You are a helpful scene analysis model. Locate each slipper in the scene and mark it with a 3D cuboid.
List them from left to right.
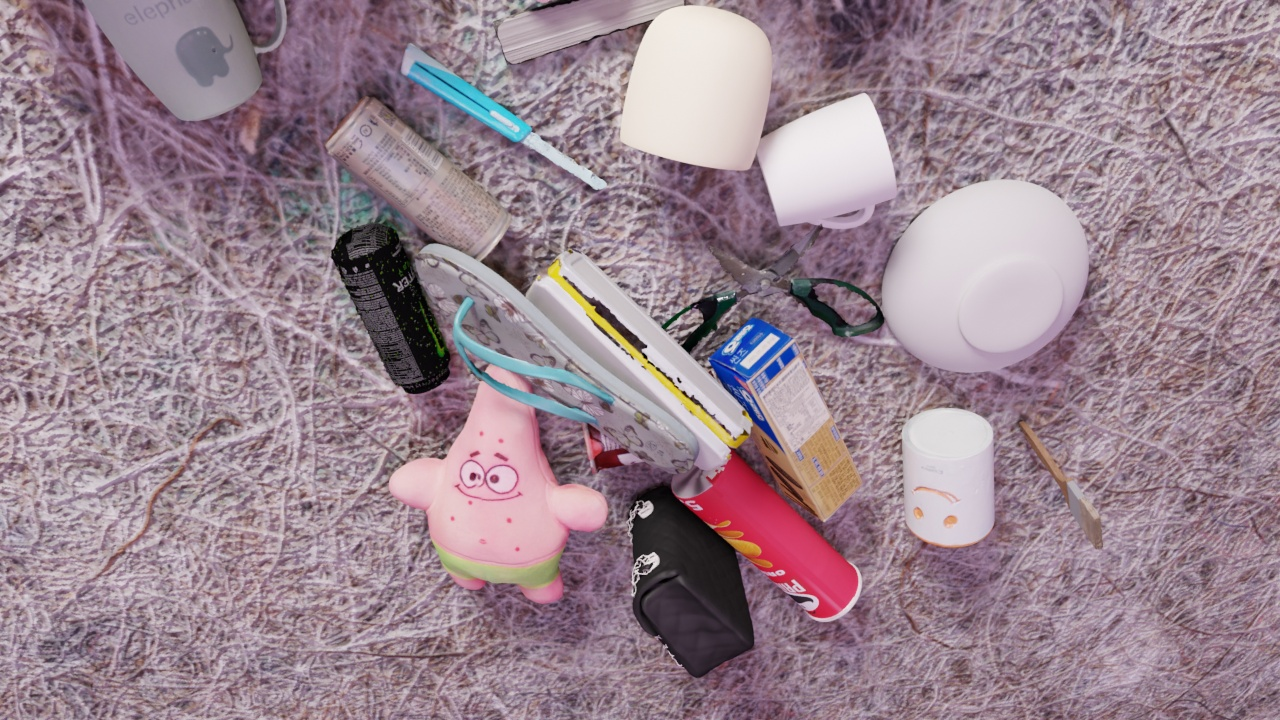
[{"bbox_3d":[-0.076,0.016,0.716,0.269,0.054,0.098,38,152,-8],"label":"slipper"}]

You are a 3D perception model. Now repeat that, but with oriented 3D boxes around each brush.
[{"bbox_3d":[0.378,0.104,0.833,0.008,0.143,0.045,-22,129,7],"label":"brush"}]

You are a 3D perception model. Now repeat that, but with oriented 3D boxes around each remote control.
[{"bbox_3d":[-0.035,-0.245,0.651,0.136,0.013,0.033,-15,121,4],"label":"remote control"}]

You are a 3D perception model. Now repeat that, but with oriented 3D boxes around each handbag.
[{"bbox_3d":[0.024,0.205,0.850,0.115,0.153,0.125,-33,114,16],"label":"handbag"}]

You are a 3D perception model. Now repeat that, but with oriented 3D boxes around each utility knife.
[{"bbox_3d":[-0.097,-0.178,0.684,0.176,0.015,0.022,28,88,-23],"label":"utility knife"}]

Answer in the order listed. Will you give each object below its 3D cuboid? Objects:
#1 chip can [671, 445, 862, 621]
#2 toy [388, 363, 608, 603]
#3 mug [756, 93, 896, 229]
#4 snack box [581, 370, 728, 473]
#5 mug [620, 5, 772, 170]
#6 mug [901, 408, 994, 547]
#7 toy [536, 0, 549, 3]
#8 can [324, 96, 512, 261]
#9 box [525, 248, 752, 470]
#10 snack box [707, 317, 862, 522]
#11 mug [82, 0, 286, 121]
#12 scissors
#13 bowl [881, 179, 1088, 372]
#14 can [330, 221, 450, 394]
[{"bbox_3d":[0.124,0.166,0.883,0.069,0.069,0.220,-38,117,15],"label":"chip can"},{"bbox_3d":[-0.122,0.111,0.806,0.192,0.096,0.237,6,109,3],"label":"toy"},{"bbox_3d":[0.143,-0.138,0.704,0.088,0.080,0.114,-18,141,10],"label":"mug"},{"bbox_3d":[0.011,0.053,0.800,0.121,0.072,0.072,-11,121,-2],"label":"snack box"},{"bbox_3d":[0.050,-0.195,0.650,0.120,0.096,0.100,-10,120,-47],"label":"mug"},{"bbox_3d":[0.289,0.110,0.862,0.082,0.082,0.105,-12,120,0],"label":"mug"},{"bbox_3d":[-0.032,-0.284,0.614,0.123,0.038,0.079,-33,122,7],"label":"toy"},{"bbox_3d":[-0.163,-0.131,0.679,0.054,0.054,0.135,-42,117,17],"label":"can"},{"bbox_3d":[0.000,0.000,0.731,0.210,0.067,0.070,44,88,-3],"label":"box"},{"bbox_3d":[0.129,0.055,0.800,0.056,0.057,0.207,-42,129,-11],"label":"snack box"},{"bbox_3d":[-0.288,-0.224,0.600,0.111,0.084,0.104,-37,134,-18],"label":"mug"},{"bbox_3d":[0.108,-0.037,0.777,0.203,0.015,0.202,19,135,-32],"label":"scissors"},{"bbox_3d":[0.298,-0.058,0.771,0.176,0.066,0.177,-3,121,-5],"label":"bowl"},{"bbox_3d":[-0.196,-0.040,0.729,0.054,0.054,0.138,-16,121,2],"label":"can"}]
